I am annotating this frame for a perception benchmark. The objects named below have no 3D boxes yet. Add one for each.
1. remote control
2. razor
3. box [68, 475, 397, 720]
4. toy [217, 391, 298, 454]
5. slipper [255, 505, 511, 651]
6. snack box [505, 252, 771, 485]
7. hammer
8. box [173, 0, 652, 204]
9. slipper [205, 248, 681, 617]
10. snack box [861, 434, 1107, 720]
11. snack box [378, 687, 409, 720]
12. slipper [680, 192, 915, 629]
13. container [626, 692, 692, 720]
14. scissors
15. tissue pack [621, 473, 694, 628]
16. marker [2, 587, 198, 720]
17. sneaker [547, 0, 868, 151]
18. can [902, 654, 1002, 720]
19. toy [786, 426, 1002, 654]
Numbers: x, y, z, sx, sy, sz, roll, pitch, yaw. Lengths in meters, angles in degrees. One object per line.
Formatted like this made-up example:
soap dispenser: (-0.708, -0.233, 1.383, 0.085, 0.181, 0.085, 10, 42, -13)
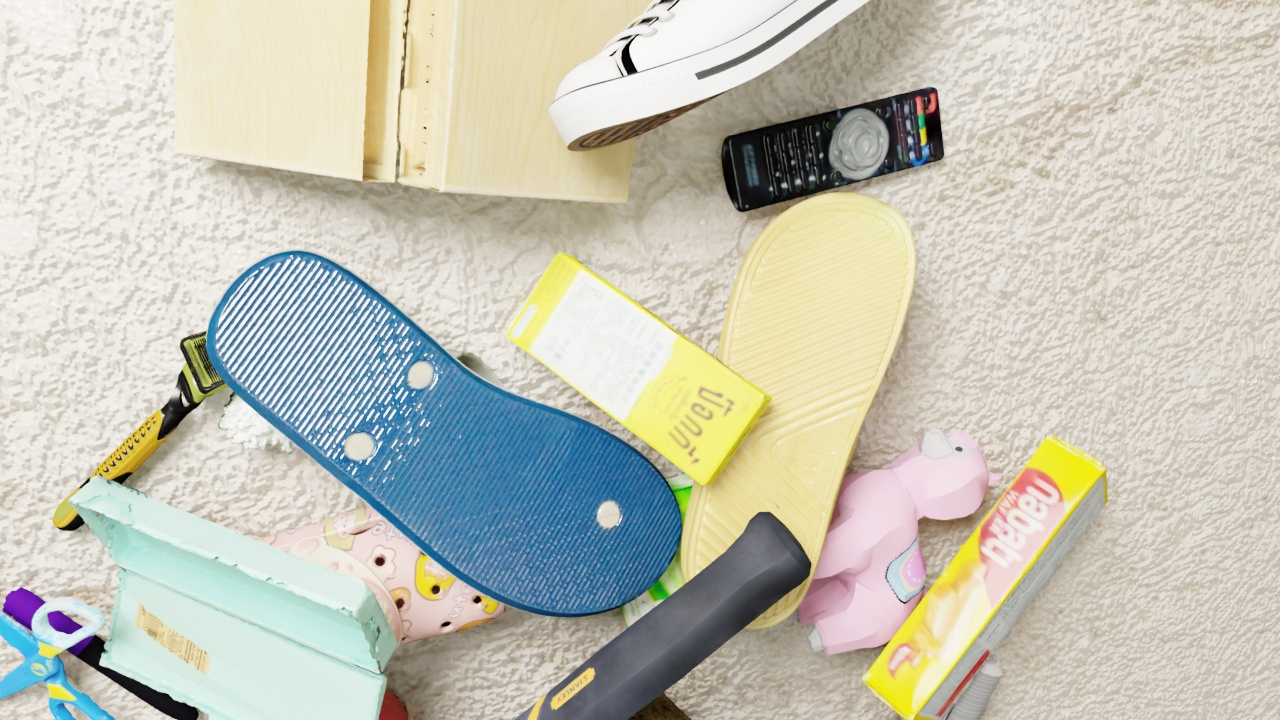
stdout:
remote control: (0.117, -0.128, 0.554, 0.140, 0.021, 0.045, -16, 109, -11)
razor: (-0.285, 0.046, 0.522, 0.144, 0.044, 0.021, -44, 150, 7)
box: (-0.223, 0.145, 0.505, 0.187, 0.055, 0.138, 18, 123, 16)
toy: (-0.179, 0.014, 0.529, 0.108, 0.041, 0.096, 13, 101, -20)
slipper: (-0.164, 0.138, 0.543, 0.197, 0.081, 0.093, -9, 106, -6)
snack box: (-0.003, 0.003, 0.523, 0.149, 0.025, 0.061, 36, 99, 17)
hammer: (-0.040, 0.191, 0.503, 0.312, 0.139, 0.035, -40, 118, 2)
box: (-0.107, -0.211, 0.450, 0.252, 0.118, 0.248, 5, 103, -6)
slipper: (-0.106, 0.051, 0.521, 0.295, 0.060, 0.118, 38, 71, -20)
snack box: (0.231, 0.149, 0.606, 0.200, 0.042, 0.092, -53, 145, 0)
snack box: (-0.272, 0.296, 0.578, 0.273, 0.044, 0.076, -38, 124, 1)
slipper: (0.086, 0.028, 0.557, 0.099, 0.078, 0.263, 15, 91, 0)
container: (0.031, 0.355, 0.572, 0.176, 0.205, 0.321, -41, 108, 2)
scissors: (-0.346, 0.178, 0.535, 0.127, 0.013, 0.125, -33, 107, 19)
tissue pack: (0.025, 0.130, 0.601, 0.099, 0.034, 0.114, -17, 110, -7)
marker: (-0.326, 0.183, 0.558, 0.018, 0.015, 0.134, -40, 109, 15)
sneaker: (0.046, -0.196, 0.463, 0.245, 0.091, 0.097, -37, 104, -18)
can: (0.220, 0.256, 0.667, 0.044, 0.044, 0.107, 21, 101, -15)
toy: (0.164, 0.117, 0.607, 0.157, 0.067, 0.123, -22, 111, -9)
